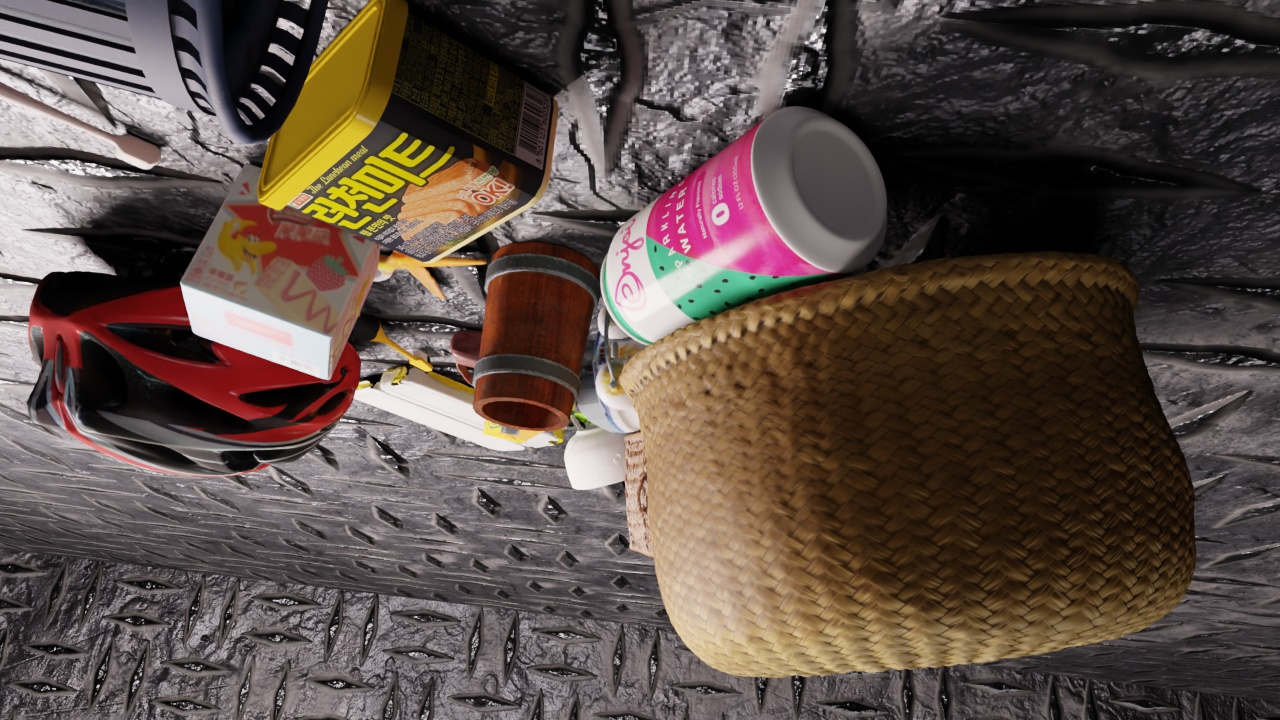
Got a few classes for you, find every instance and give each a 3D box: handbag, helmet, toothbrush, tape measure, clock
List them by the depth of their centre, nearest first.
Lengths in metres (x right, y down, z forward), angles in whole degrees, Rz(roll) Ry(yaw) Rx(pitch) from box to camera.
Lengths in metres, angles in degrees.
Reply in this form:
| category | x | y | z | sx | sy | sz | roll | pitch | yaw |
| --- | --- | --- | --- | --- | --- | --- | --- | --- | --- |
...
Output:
| category | x | y | z | sx | sy | sz | roll | pitch | yaw |
| --- | --- | --- | --- | --- | --- | --- | --- | --- | --- |
| toothbrush | -0.367 | -0.153 | 0.518 | 0.181 | 0.015 | 0.018 | 24 | 158 | -37 |
| clock | -0.004 | 0.004 | 0.692 | 0.052 | 0.088 | 0.125 | -8 | 155 | 21 |
| helmet | -0.354 | 0.010 | 0.749 | 0.218 | 0.167 | 0.271 | 5 | 171 | 23 |
| toothbrush | -0.228 | -0.028 | 0.759 | 0.031 | 0.030 | 0.196 | -12 | 155 | 16 |
| handbag | -0.144 | 0.005 | 0.822 | 0.055 | 0.029 | 0.120 | 13 | 162 | -9 |
| tape measure | -0.063 | 0.045 | 0.874 | 0.066 | 0.035 | 0.058 | -5 | 156 | 25 |

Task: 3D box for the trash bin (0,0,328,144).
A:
| category | x | y | z | sx | sy | sz | roll | pitch | yaw |
| --- | --- | --- | --- | --- | --- | --- | --- | --- | --- |
| trash bin | -0.237 | -0.169 | 0.288 | 0.249 | 0.139 | 0.139 | 13 | 157 | -10 |

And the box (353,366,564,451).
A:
| category | x | y | z | sx | sy | sz | roll | pitch | yaw |
| --- | --- | --- | --- | --- | --- | --- | --- | --- | --- |
| box | -0.190 | 0.056 | 0.960 | 0.127 | 0.023 | 0.209 | -16 | 149 | 41 |

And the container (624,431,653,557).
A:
| category | x | y | z | sx | sy | sz | roll | pitch | yaw |
| --- | --- | --- | --- | --- | --- | --- | --- | --- | --- |
| container | 0.087 | 0.115 | 0.826 | 0.198 | 0.113 | 0.113 | 1 | 173 | -23 |

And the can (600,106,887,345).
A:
| category | x | y | z | sx | sy | sz | roll | pitch | yaw |
| --- | --- | --- | --- | --- | --- | --- | --- | --- | --- |
| can | 0.051 | -0.065 | 0.508 | 0.088 | 0.088 | 0.166 | 19 | 154 | -28 |

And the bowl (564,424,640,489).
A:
| category | x | y | z | sx | sy | sz | roll | pitch | yaw |
| --- | --- | --- | --- | --- | --- | --- | --- | --- | --- |
| bowl | -0.026 | 0.084 | 0.902 | 0.105 | 0.054 | 0.105 | -19 | -176 | 1 |

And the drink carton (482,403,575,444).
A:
| category | x | y | z | sx | sy | sz | roll | pitch | yaw |
| --- | --- | --- | --- | --- | --- | --- | --- | --- | --- |
| drink carton | -0.099 | 0.031 | 0.822 | 0.041 | 0.058 | 0.123 | 18 | 155 | -25 |

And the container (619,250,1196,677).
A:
| category | x | y | z | sx | sy | sz | roll | pitch | yaw |
| --- | --- | --- | --- | --- | --- | --- | --- | --- | --- |
| container | 0.146 | 0.078 | 0.548 | 0.307 | 0.196 | 0.307 | -5 | 165 | -1 |

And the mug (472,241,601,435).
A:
| category | x | y | z | sx | sy | sz | roll | pitch | yaw |
| --- | --- | --- | --- | --- | --- | --- | --- | --- | --- |
| mug | -0.079 | -0.008 | 0.654 | 0.081 | 0.111 | 0.118 | 12 | 157 | -12 |

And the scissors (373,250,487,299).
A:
| category | x | y | z | sx | sy | sz | roll | pitch | yaw |
| --- | --- | --- | --- | --- | --- | --- | --- | --- | --- |
| scissors | -0.170 | -0.073 | 0.655 | 0.128 | 0.011 | 0.125 | 2 | 156 | 16 |

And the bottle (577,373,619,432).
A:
| category | x | y | z | sx | sy | sz | roll | pitch | yaw |
| --- | --- | --- | --- | --- | --- | --- | --- | --- | --- |
| bottle | 0.028 | 0.029 | 0.794 | 0.162 | 0.046 | 0.072 | -10 | 152 | 35 |

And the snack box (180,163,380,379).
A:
| category | x | y | z | sx | sy | sz | roll | pitch | yaw |
| --- | --- | --- | --- | --- | --- | --- | --- | --- | --- |
| snack box | -0.226 | -0.055 | 0.591 | 0.093 | 0.094 | 0.080 | 21 | 153 | -11 |

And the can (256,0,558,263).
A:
| category | x | y | z | sx | sy | sz | roll | pitch | yaw |
| --- | --- | --- | --- | --- | --- | --- | --- | --- | --- |
| can | -0.120 | -0.111 | 0.475 | 0.101 | 0.072 | 0.131 | 22 | 154 | -37 |
